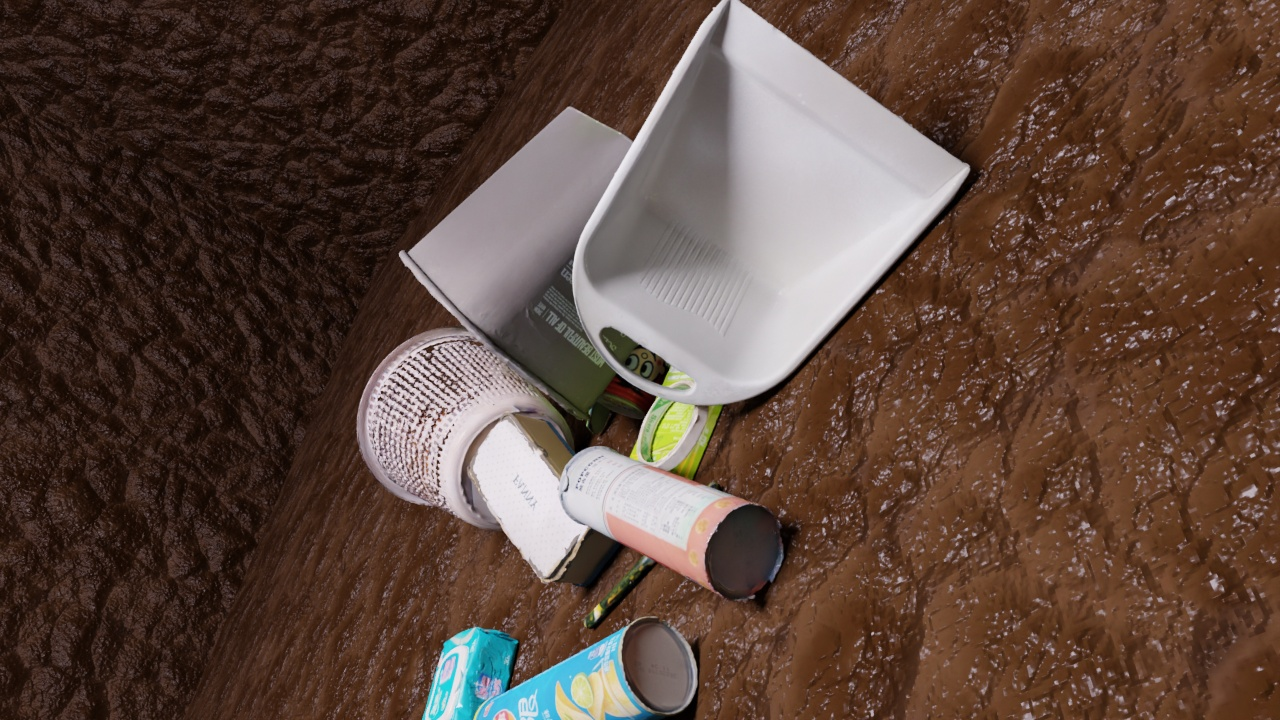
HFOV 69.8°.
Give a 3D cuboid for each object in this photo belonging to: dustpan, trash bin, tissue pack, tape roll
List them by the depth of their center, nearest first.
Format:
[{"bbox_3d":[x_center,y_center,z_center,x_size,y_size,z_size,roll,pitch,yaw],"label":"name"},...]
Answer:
[{"bbox_3d":[0.071,-0.087,0.706,0.259,0.222,0.142,-48,11,52],"label":"dustpan"},{"bbox_3d":[0.027,0.057,0.801,0.086,0.014,0.085,-44,28,31],"label":"tape roll"},{"bbox_3d":[-0.070,-0.098,0.873,0.220,0.199,0.198,-47,43,0],"label":"trash bin"},{"bbox_3d":[-0.174,0.335,0.907,0.093,0.050,0.133,-37,32,41],"label":"tissue pack"},{"bbox_3d":[-0.183,0.091,1.042,0.192,0.227,0.227,24,85,54],"label":"trash bin"}]

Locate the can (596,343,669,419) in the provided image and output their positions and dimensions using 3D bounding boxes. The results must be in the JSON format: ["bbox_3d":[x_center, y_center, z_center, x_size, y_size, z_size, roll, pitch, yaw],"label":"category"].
[{"bbox_3d":[-0.006,0.005,0.932,0.067,0.066,0.093,-6,57,63],"label":"can"}]

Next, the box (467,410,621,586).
[{"bbox_3d":[-0.088,0.134,0.876,0.090,0.061,0.184,-52,55,15],"label":"box"}]

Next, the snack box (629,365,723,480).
[{"bbox_3d":[0.037,0.054,0.839,0.086,0.026,0.156,-6,56,63],"label":"snack box"}]

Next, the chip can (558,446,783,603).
[{"bbox_3d":[0.016,0.119,0.710,0.215,0.071,0.071,10,71,58],"label":"chip can"}]

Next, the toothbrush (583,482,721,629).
[{"bbox_3d":[0.009,0.170,0.777,0.186,0.012,0.017,-50,35,22],"label":"toothbrush"}]

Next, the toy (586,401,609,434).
[{"bbox_3d":[-0.052,-0.037,1.052,0.228,0.090,0.246,-55,17,37],"label":"toy"}]

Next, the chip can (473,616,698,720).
[{"bbox_3d":[-0.049,0.265,0.705,0.211,0.071,0.071,-40,30,39],"label":"chip can"}]

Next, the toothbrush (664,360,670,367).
[{"bbox_3d":[0.068,-0.077,0.928,0.029,0.020,0.189,13,74,29],"label":"toothbrush"}]
